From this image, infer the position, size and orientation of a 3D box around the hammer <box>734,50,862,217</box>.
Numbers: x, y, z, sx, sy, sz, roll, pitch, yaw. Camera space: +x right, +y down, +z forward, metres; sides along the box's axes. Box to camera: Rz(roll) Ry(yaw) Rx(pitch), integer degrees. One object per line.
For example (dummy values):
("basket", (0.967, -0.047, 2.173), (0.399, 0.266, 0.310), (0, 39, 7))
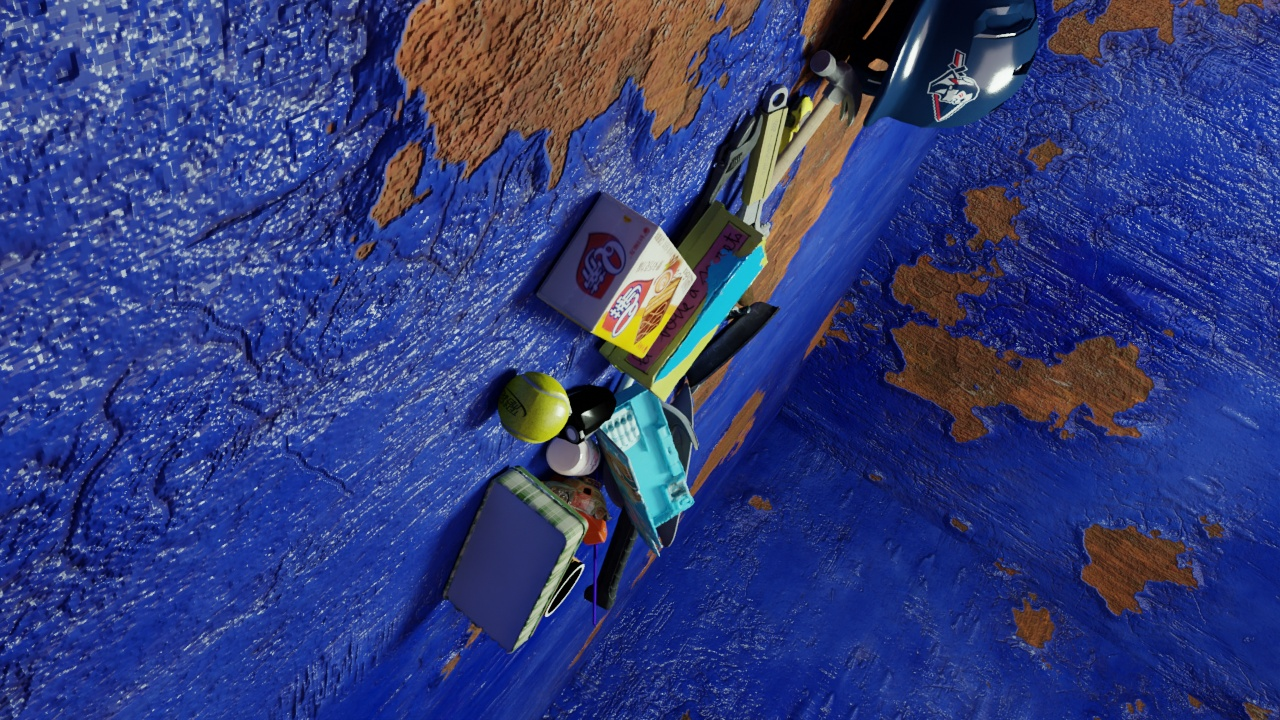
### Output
("hammer", (0.164, -0.225, 1.158), (0.119, 0.030, 0.332), (11, 120, -50))

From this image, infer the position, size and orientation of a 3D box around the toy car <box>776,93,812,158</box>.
("toy car", (0.195, -0.293, 1.175), (0.049, 0.030, 0.107), (-47, 163, -31))

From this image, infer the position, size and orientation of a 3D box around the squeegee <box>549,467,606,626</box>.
("squeegee", (-0.080, 0.210, 1.258), (0.185, 0.055, 0.249), (61, 21, -47))

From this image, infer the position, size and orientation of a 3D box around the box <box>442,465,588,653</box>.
("box", (-0.143, 0.226, 1.031), (0.049, 0.118, 0.206), (-32, 152, -55))

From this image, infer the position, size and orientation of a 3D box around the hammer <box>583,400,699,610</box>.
("hammer", (-0.009, 0.216, 1.343), (0.025, 0.118, 0.333), (-22, 133, -68))

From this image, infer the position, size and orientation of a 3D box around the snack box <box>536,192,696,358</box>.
("snack box", (-0.015, -0.072, 0.882), (0.110, 0.062, 0.230), (-56, 168, 2))

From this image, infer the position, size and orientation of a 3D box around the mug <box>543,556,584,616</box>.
("mug", (-0.134, 0.259, 1.178), (0.081, 0.098, 0.118), (-47, 164, -34))

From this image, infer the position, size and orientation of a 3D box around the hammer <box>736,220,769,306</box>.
("hammer", (0.129, -0.090, 1.417), (0.217, 0.037, 0.300), (-56, 168, 1))

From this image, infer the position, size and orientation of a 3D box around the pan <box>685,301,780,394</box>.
("pan", (0.115, 0.001, 1.484), (0.186, 0.055, 0.358), (-43, -179, -24))

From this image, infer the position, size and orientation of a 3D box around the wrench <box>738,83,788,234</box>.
("wrench", (0.138, -0.212, 1.113), (0.083, 0.018, 0.274), (-23, 145, -24))

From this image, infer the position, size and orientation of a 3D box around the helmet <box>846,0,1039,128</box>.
("helmet", (0.371, -0.393, 1.143), (0.271, 0.223, 0.233), (-42, 162, -30))

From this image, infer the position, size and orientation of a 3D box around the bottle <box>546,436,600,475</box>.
("bottle", (-0.077, 0.119, 1.149), (0.051, 0.051, 0.146), (-56, 168, -1))

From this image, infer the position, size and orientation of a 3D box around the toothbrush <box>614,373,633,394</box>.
("toothbrush", (-0.007, 0.007, 1.207), (0.022, 0.015, 0.155), (4, 125, -40))

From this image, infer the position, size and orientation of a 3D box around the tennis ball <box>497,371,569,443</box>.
("tennis ball", (-0.099, 0.043, 0.852), (0.065, 0.065, 0.065), (-52, 166, -18))

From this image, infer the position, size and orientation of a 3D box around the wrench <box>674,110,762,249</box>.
("wrench", (0.065, -0.162, 1.055), (0.274, 0.018, 0.073), (-60, 166, 22))

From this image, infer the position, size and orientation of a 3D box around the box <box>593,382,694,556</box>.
("box", (0.020, 0.154, 1.194), (0.098, 0.121, 0.227), (-28, 128, -12))

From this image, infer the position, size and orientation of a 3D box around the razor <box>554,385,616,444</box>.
("razor", (-0.059, 0.056, 1.070), (0.060, 0.057, 0.155), (-27, 180, 26))

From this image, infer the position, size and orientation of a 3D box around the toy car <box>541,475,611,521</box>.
("toy car", (-0.079, 0.169, 1.173), (0.112, 0.047, 0.047), (29, 78, -36))

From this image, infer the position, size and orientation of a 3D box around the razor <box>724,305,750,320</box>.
("razor", (0.111, -0.059, 1.295), (0.042, 0.022, 0.143), (-21, -176, 31))

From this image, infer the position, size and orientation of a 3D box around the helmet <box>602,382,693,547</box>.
("helmet", (0.004, 0.159, 1.414), (0.183, 0.117, 0.272), (-100, -164, -66))

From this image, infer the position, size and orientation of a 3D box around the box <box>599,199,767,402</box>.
("box", (0.055, -0.066, 1.071), (0.221, 0.081, 0.124), (-55, 167, -1))
